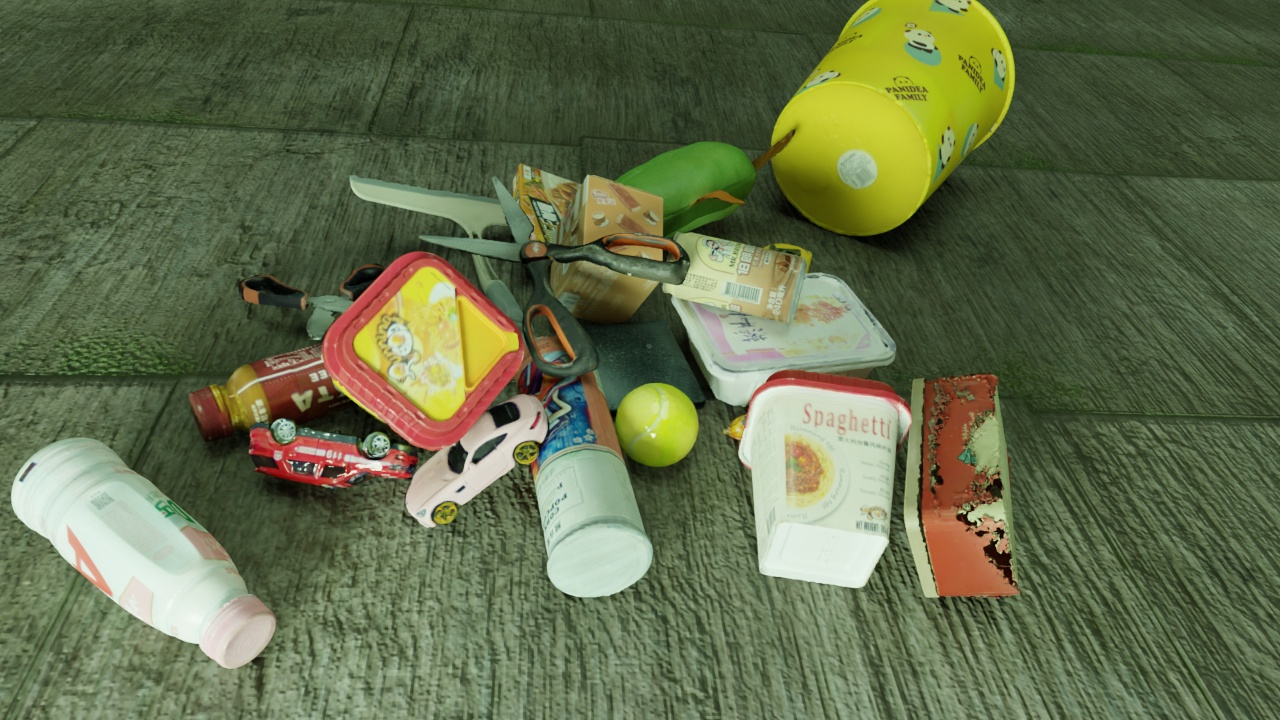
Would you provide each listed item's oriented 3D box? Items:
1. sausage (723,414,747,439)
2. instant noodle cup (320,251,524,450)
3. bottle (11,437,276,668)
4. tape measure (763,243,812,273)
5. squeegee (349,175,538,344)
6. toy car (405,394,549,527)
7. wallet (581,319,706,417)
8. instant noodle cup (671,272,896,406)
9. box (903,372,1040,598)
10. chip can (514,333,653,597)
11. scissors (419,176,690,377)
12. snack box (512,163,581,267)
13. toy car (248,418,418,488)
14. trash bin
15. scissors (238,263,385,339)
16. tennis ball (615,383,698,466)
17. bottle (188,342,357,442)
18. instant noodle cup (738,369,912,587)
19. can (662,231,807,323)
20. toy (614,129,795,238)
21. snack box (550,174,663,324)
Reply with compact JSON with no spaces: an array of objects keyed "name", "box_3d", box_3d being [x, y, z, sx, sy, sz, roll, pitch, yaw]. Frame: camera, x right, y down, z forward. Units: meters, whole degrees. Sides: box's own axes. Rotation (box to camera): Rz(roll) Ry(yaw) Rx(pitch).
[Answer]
[{"name":"sausage","box_3d":[0.143,0.044,0.781,0.165,0.021,0.021,-12,41,-22]},{"name":"instant noodle cup","box_3d":[-0.166,0.000,0.673,0.116,0.124,0.116,43,64,-13]},{"name":"bottle","box_3d":[-0.312,0.122,0.580,0.197,0.068,0.068,29,43,22]},{"name":"tape measure","box_3d":[0.153,-0.103,0.966,0.057,0.029,0.059,13,38,10]},{"name":"squeegee","box_3d":[-0.138,-0.075,0.881,0.246,0.039,0.246,4,41,-34]},{"name":"toy car","box_3d":[-0.119,0.069,0.657,0.122,0.037,0.056,-38,33,0]},{"name":"wallet","box_3d":[-0.005,0.005,0.814,0.097,0.019,0.120,-6,41,-17]},{"name":"instant noodle cup","box_3d":[0.123,-0.015,0.823,0.173,0.060,0.138,-7,40,-15]},{"name":"box","box_3d":[0.243,0.085,0.670,0.080,0.091,0.167,-8,32,24]},{"name":"chip can","box_3d":[-0.048,0.068,0.682,0.071,0.071,0.214,-3,38,-13]},{"name":"scissors","box_3d":[-0.069,-0.077,0.747,0.221,0.022,0.233,-5,54,-6]},{"name":"snack box","box_3d":[-0.092,-0.147,0.951,0.075,0.026,0.153,15,36,-21]},{"name":"toy car","box_3d":[-0.224,0.071,0.669,0.120,0.053,0.045,5,79,3]},{"name":"trash bin","box_3d":[0.288,-0.286,1.076,0.230,0.230,0.254,23,46,21]},{"name":"scissors","box_3d":[-0.280,-0.055,0.812,0.189,0.015,0.226,1,20,5]},{"name":"tennis ball","box_3d":[0.013,0.050,0.717,0.065,0.066,0.065,4,38,-3]},{"name":"bottle","box_3d":[-0.260,0.018,0.726,0.174,0.058,0.057,-19,45,-30]},{"name":"instant noodle cup","box_3d":[0.130,0.087,0.660,0.116,0.117,0.124,9,50,2]},{"name":"can","box_3d":[0.082,-0.072,0.794,0.116,0.059,0.058,14,38,9]},{"name":"toy","box_3d":[0.045,-0.183,0.994,0.246,0.090,0.227,-28,20,-23]},{"name":"snack box","box_3d":[-0.032,-0.099,0.845,0.077,0.093,0.094,13,58,-20]}]
